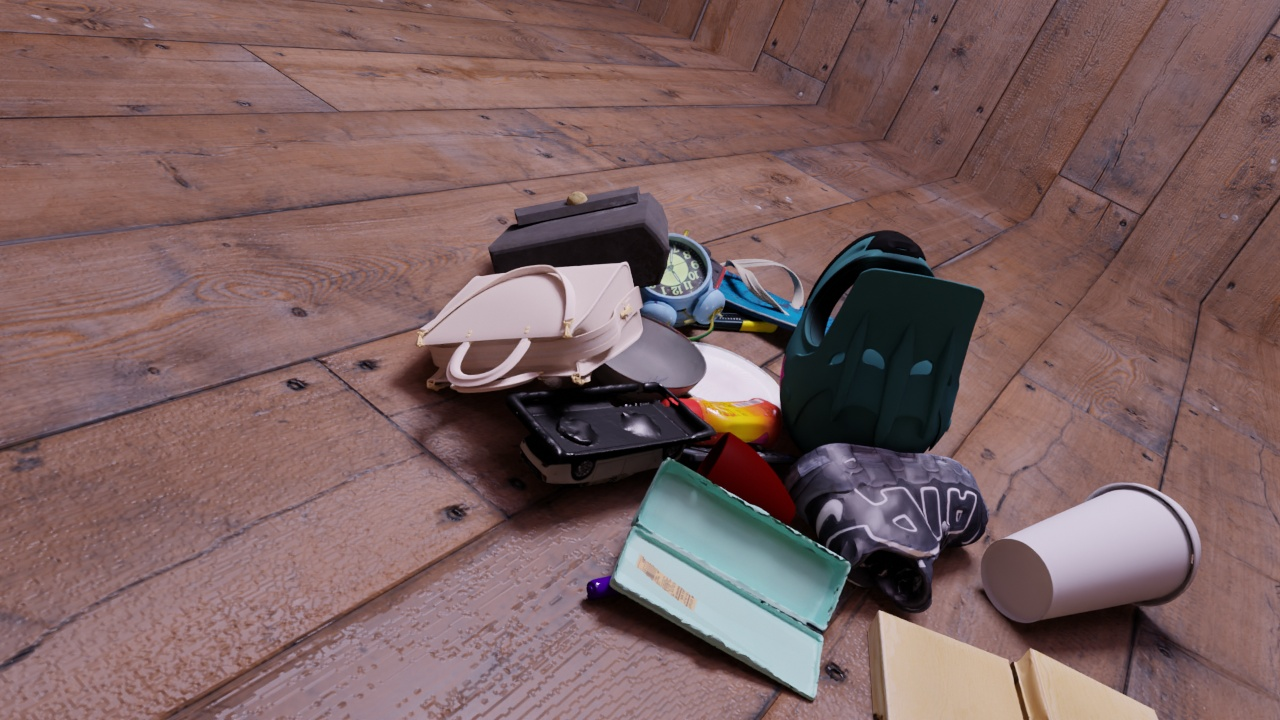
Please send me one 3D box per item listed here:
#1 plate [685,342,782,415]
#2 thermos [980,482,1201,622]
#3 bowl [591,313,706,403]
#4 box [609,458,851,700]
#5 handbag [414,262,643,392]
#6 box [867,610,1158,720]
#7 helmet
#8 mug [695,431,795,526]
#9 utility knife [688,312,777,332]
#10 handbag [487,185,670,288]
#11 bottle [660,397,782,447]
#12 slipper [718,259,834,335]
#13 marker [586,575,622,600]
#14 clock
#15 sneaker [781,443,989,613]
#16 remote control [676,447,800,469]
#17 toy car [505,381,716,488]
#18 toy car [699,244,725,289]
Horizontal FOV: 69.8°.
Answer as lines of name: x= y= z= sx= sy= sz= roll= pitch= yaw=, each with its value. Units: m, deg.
plate: x=0.099 y=0.027 z=1.081 sx=0.157 sy=0.014 sz=0.156 roll=18 pitch=28 yaw=-10
thermos: x=0.456 y=0.203 z=0.939 sx=0.221 sy=0.132 sz=0.131 roll=-5 pitch=38 yaw=-30
bowl: x=-0.006 y=0.006 z=0.993 sx=0.150 sy=0.057 sz=0.150 roll=18 pitch=28 yaw=-10
box: x=0.075 y=0.177 z=0.749 sx=0.187 sy=0.052 sz=0.138 roll=31 pitch=55 yaw=-3
handbag: x=-0.116 y=-0.019 z=0.860 sx=0.195 sy=0.101 sz=0.197 roll=-3 pitch=24 yaw=23
box: x=0.297 y=0.321 z=0.687 sx=0.253 sy=0.068 sz=0.246 roll=18 pitch=26 yaw=2
helmet: x=0.242 y=0.001 z=0.944 sx=0.176 sy=0.275 sz=0.199 roll=11 pitch=34 yaw=-1
mug: x=0.095 y=0.123 z=0.849 sx=0.088 sy=0.087 sz=0.114 roll=33 pitch=9 yaw=-1
utility knife: x=0.117 y=-0.053 z=1.233 sx=0.172 sy=0.020 sz=0.029 roll=0 pitch=34 yaw=-36
handbag: x=-0.065 y=-0.153 z=1.099 sx=0.197 sy=0.102 sz=0.199 roll=-10 pitch=23 yaw=6
bottle: x=0.079 y=0.064 z=0.958 sx=0.134 sy=0.048 sz=0.071 roll=3 pitch=13 yaw=-28
slipper: x=0.173 y=-0.098 z=1.278 sx=0.295 sy=0.060 sz=0.118 roll=26 pitch=26 yaw=21
marker: x=0.010 y=0.177 z=0.747 sx=0.133 sy=0.018 sz=0.015 roll=0 pitch=39 yaw=-42
clock: x=0.042 y=-0.089 z=1.156 sx=0.118 sy=0.060 sz=0.162 roll=-16 pitch=64 yaw=-14
sneaker: x=0.261 y=0.172 z=0.877 sx=0.252 sy=0.097 sz=0.150 roll=15 pitch=45 yaw=-28
remote control: x=0.097 y=0.101 z=0.936 sx=0.140 sy=0.021 sz=0.045 roll=4 pitch=2 yaw=-33
toy car: x=-0.033 y=0.074 z=0.837 sx=0.191 sy=0.071 sz=0.094 roll=-5 pitch=38 yaw=-44
toy car: x=0.018 y=-0.133 z=1.238 sx=0.189 sy=0.056 sz=0.081 roll=25 pitch=64 yaw=4
